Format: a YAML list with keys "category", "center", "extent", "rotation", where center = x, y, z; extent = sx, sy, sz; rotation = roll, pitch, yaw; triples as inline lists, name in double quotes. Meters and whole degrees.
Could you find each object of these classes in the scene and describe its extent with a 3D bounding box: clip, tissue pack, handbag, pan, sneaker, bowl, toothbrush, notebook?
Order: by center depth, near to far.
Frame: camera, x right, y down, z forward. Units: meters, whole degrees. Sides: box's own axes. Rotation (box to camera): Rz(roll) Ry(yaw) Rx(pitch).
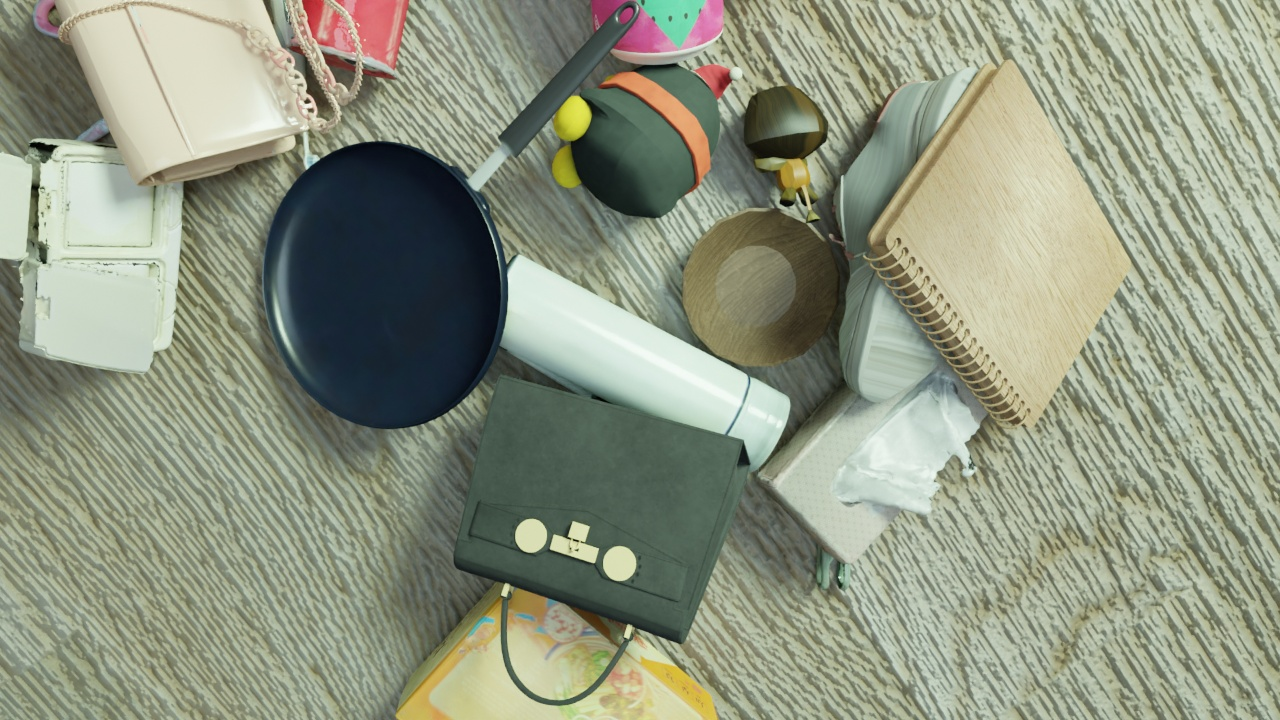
- category: "handbag"
  center: [-0.276, -0.217, 0.547]
  extent: [0.116, 0.188, 0.199]
  rotation: [-25, 97, -33]
- category: "pan"
  center: [-0.125, -0.101, 0.615]
  extent: [0.357, 0.021, 0.198]
  rotation: [-42, 81, 20]
- category: "handbag"
  center: [-0.039, 0.131, 0.622]
  extent: [0.176, 0.072, 0.195]
  rotation: [14, 74, 15]
- category: "notebook"
  center: [0.253, -0.070, 0.636]
  extent: [0.210, 0.022, 0.169]
  rotation: [43, 76, -29]
- category: "toothbrush"
  center: [-0.247, -0.224, 0.644]
  extent: [0.024, 0.022, 0.185]
  rotation: [-3, 98, 13]
- category: "sneaker"
  center: [0.178, -0.089, 0.656]
  extent: [0.099, 0.089, 0.236]
  rotation: [18, 90, -33]
- category: "tissue pack"
  center: [0.185, 0.059, 0.678]
  extent: [0.181, 0.071, 0.104]
  rotation: [-45, 98, -9]
- category: "bowl"
  center: [0.087, -0.055, 0.683]
  extent: [0.118, 0.030, 0.118]
  rotation: [0, 99, -3]
- category: "toothbrush"
  center: [-0.037, 0.026, 0.696]
  extent: [0.187, 0.017, 0.012]
  rotation: [32, 92, -7]
- category: "clip"
  center: [0.153, 0.144, 0.722]
  extent: [0.047, 0.023, 0.076]
  rotation: [2, 97, -2]

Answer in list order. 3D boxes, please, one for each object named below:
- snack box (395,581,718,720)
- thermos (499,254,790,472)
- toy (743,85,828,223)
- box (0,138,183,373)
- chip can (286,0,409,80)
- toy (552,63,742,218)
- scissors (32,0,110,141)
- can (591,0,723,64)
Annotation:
- category: "snack box"
  center: [-0.059, 0.258, 0.697]
  extent: [0.195, 0.080, 0.145]
  rotation: [42, 93, -8]
- category: "thermos"
  center: [-0.004, 0.004, 0.670]
  extent: [0.230, 0.068, 0.068]
  rotation: [28, 96, -8]
- category: "toy"
  center: [0.107, -0.146, 0.656]
  extent: [0.076, 0.063, 0.100]
  rotation: [-9, 84, -38]
- category: "box"
  center: [-0.353, -0.060, 0.564]
  extent: [0.101, 0.193, 0.143]
  rotation: [14, 103, 25]
- category: "chip can"
  center: [-0.174, -0.313, 0.610]
  extent: [0.073, 0.073, 0.233]
  rotation: [14, 97, -5]
- category: "toy"
  center: [0.008, -0.159, 0.635]
  extent: [0.100, 0.098, 0.119]
  rotation: [38, 71, 7]
- category: "scissors"
  center: [-0.341, -0.193, 0.649]
  extent: [0.172, 0.014, 0.159]
  rotation: [11, 97, -8]
- category: "can"
  center: [0.008, -0.280, 0.581]
  extent: [0.088, 0.088, 0.166]
  rotation: [-6, 130, -2]
